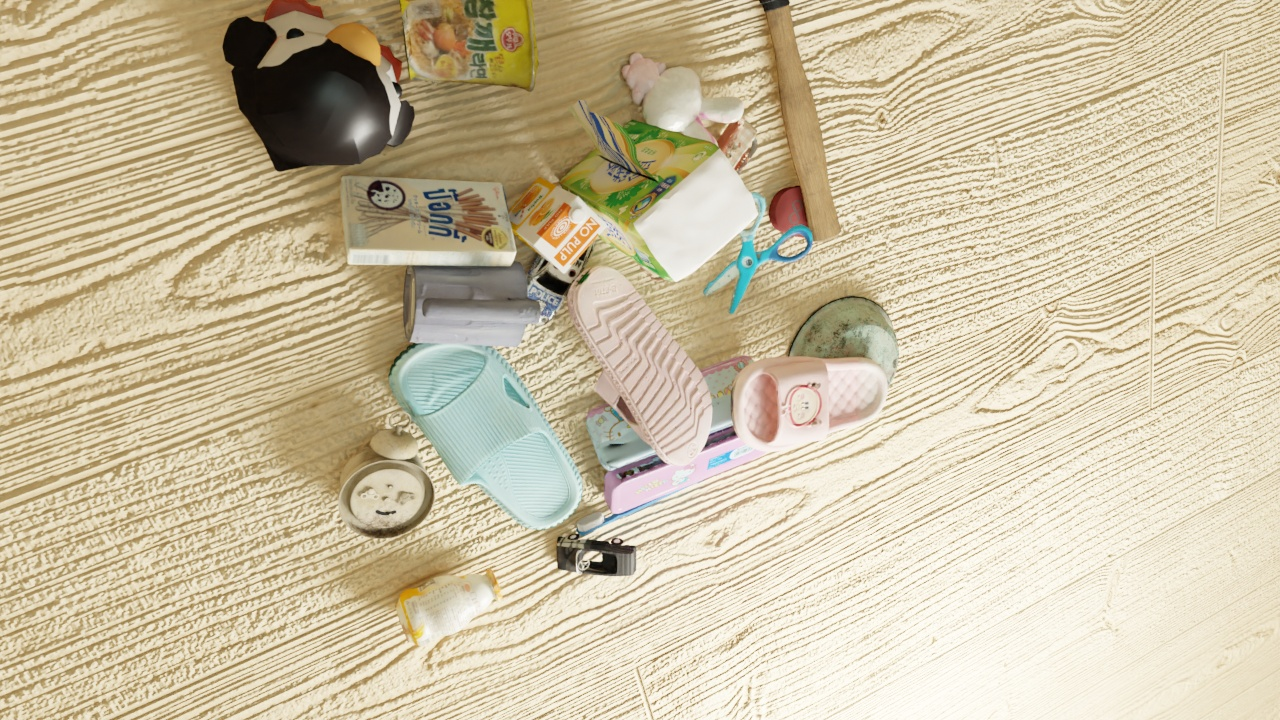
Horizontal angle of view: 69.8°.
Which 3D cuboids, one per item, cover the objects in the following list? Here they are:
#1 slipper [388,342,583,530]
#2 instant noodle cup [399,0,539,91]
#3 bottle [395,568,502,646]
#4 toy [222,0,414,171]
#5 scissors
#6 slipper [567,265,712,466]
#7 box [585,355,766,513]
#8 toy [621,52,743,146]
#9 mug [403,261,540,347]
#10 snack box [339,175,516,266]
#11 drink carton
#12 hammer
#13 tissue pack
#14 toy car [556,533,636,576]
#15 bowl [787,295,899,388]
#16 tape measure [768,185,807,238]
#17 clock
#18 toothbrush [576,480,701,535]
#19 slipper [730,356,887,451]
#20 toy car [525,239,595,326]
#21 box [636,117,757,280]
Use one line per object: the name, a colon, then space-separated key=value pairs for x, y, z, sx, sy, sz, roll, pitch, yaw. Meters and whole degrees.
slipper: x=-0.144 y=0.084 z=0.946 sx=0.116 sy=0.069 sz=0.276 roll=-40 pitch=120 yaw=-9
instant noodle cup: x=-0.149 y=-0.282 z=0.794 sx=0.108 sy=0.102 sz=0.102 roll=-8 pitch=112 yaw=-12
bottle: x=-0.205 y=0.261 z=0.987 sx=0.108 sy=0.063 sz=0.063 roll=-20 pitch=116 yaw=-17
toy: x=-0.253 y=-0.200 z=0.722 sx=0.159 sy=0.184 sz=0.140 roll=24 pitch=99 yaw=-29
scissors: x=0.131 y=-0.107 z=1.003 sx=0.113 sy=0.013 sz=0.141 roll=18 pitch=99 yaw=1
slipper: x=-0.006 y=0.006 z=0.966 sx=0.094 sy=0.064 sz=0.239 roll=-46 pitch=116 yaw=-27
box: x=0.050 y=0.086 z=1.039 sx=0.214 sy=0.062 sz=0.140 roll=-19 pitch=112 yaw=-17
toy: x=0.035 y=-0.255 z=0.908 sx=0.125 sy=0.037 sz=0.076 roll=31 pitch=85 yaw=-5
mug: x=-0.160 y=-0.052 z=0.855 sx=0.104 sy=0.124 sz=0.084 roll=1 pitch=100 yaw=-23
snack box: x=-0.194 y=-0.127 z=0.839 sx=0.149 sy=0.081 sz=0.026 roll=-1 pitch=152 yaw=-23
drink carton: x=-0.083 y=-0.128 z=0.859 sx=0.058 sy=0.122 sz=0.040 roll=-48 pitch=120 yaw=-1
hammer: x=0.168 y=-0.272 z=0.957 sx=0.132 sy=0.040 sz=0.306 roll=-23 pitch=113 yaw=-13
tissue pack: x=-0.006 y=-0.173 z=0.834 sx=0.120 sy=0.198 sz=0.141 roll=-45 pitch=123 yaw=-11
toy car: x=-0.051 y=0.224 z=1.040 sx=0.092 sy=0.037 sz=0.040 roll=4 pitch=112 yaw=9
bowl: x=0.253 y=0.003 z=1.106 sx=0.157 sy=0.038 sz=0.158 roll=-8 pitch=112 yaw=-21
tape measure: x=0.169 y=-0.170 z=1.016 sx=0.051 sy=0.019 sz=0.059 roll=14 pitch=96 yaw=-25
clock: x=-0.252 y=0.110 z=0.915 sx=0.092 sy=0.054 sz=0.141 roll=7 pitch=113 yaw=-26
toothbrush: x=0.002 y=0.163 z=1.068 sx=0.166 sy=0.016 sz=0.014 roll=-23 pitch=117 yaw=-15
slipper: x=0.194 y=0.046 z=1.033 sx=0.221 sy=0.056 sz=0.107 roll=-7 pitch=102 yaw=-28
toy car: x=-0.086 y=-0.086 z=0.922 sx=0.048 sy=0.040 sz=0.113 roll=27 pitch=97 yaw=-29
box: x=0.062 y=-0.163 z=0.951 sx=0.187 sy=0.055 sz=0.076 roll=-55 pitch=152 yaw=5
